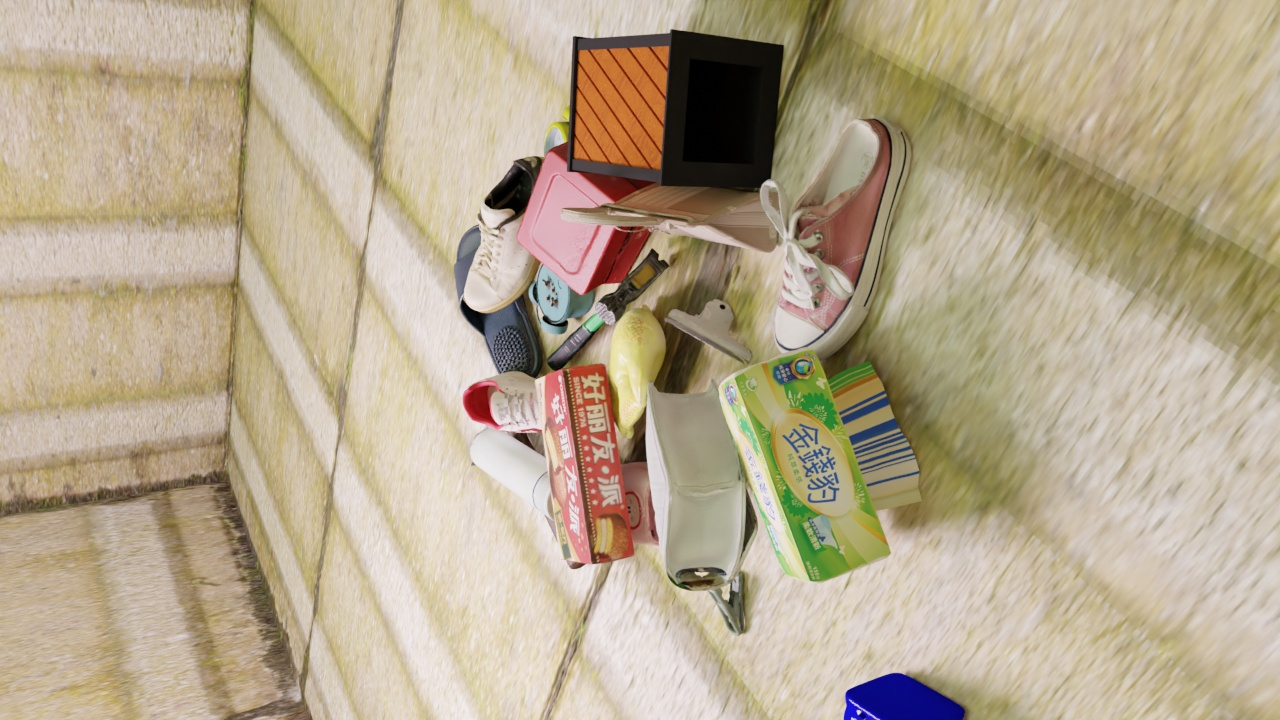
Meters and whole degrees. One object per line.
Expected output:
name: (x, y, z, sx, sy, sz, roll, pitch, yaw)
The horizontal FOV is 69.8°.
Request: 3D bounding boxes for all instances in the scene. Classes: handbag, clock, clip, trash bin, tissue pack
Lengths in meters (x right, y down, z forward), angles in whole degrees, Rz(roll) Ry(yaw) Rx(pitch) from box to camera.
handbag: (0.011, -0.151, 0.947, 0.176, 0.197, 0.062, 21, 113, 52)
clock: (-0.111, -0.087, 1.256, 0.125, 0.053, 0.090, -48, 56, 47)
clip: (0.080, -0.041, 0.997, 0.044, 0.101, 0.054, -54, 9, 44)
trash bin: (0.031, -0.258, 0.951, 0.172, 0.139, 0.140, 23, 114, 51)
handbag: (0.058, 0.125, 0.961, 0.198, 0.096, 0.142, -102, 10, -55)
tissue pack: (0.170, 0.083, 0.820, 0.120, 0.141, 0.197, 159, 92, -83)
clock: (-0.081, -0.277, 1.178, 0.119, 0.057, 0.083, -48, 55, 54)
clip: (0.102, 0.279, 1.038, 0.023, 0.061, 0.076, 11, 120, 56)

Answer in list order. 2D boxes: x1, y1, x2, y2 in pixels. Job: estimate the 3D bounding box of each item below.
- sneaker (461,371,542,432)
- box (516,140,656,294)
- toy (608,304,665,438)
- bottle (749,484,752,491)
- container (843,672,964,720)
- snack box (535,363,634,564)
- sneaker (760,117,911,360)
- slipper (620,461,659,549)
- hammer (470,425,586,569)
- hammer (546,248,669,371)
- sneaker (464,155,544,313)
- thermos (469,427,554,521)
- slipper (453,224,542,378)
sneaker: (-0.151, 0.065, 1.257, 0.237, 0.104, 0.090, 9, 103, 36)
box: (-0.063, -0.175, 1.117, 0.137, 0.127, 0.158, 56, 137, 26)
toy: (-0.006, 0.006, 1.092, 0.171, 0.064, 0.154, 108, 168, -59)
bottle: (0.146, 0.070, 0.912, 0.062, 0.061, 0.138, 28, 117, 50)
container: (0.230, 0.355, 0.821, 0.085, 0.084, 0.114, 18, 109, 54)
snack box: (-0.071, 0.129, 1.133, 0.113, 0.060, 0.236, 162, 100, -65)
sneaker: (0.164, -0.103, 0.834, 0.118, 0.087, 0.241, 42, 127, 43)
slipper: (-0.011, 0.179, 1.158, 0.222, 0.055, 0.107, 3, 96, 57)
hammer: (-0.167, 0.203, 1.400, 0.300, 0.037, 0.218, 59, 139, 29)
hammer: (-0.056, -0.048, 1.157, 0.032, 0.130, 0.320, 44, 151, -4)
sneaker: (-0.186, -0.172, 1.252, 0.089, 0.102, 0.242, 39, 107, 28)
thermos: (-0.162, 0.158, 1.295, 0.230, 0.067, 0.068, 22, 113, 52)
slipper: (-0.228, -0.085, 1.371, 0.101, 0.082, 0.263, -27, 75, 22)
